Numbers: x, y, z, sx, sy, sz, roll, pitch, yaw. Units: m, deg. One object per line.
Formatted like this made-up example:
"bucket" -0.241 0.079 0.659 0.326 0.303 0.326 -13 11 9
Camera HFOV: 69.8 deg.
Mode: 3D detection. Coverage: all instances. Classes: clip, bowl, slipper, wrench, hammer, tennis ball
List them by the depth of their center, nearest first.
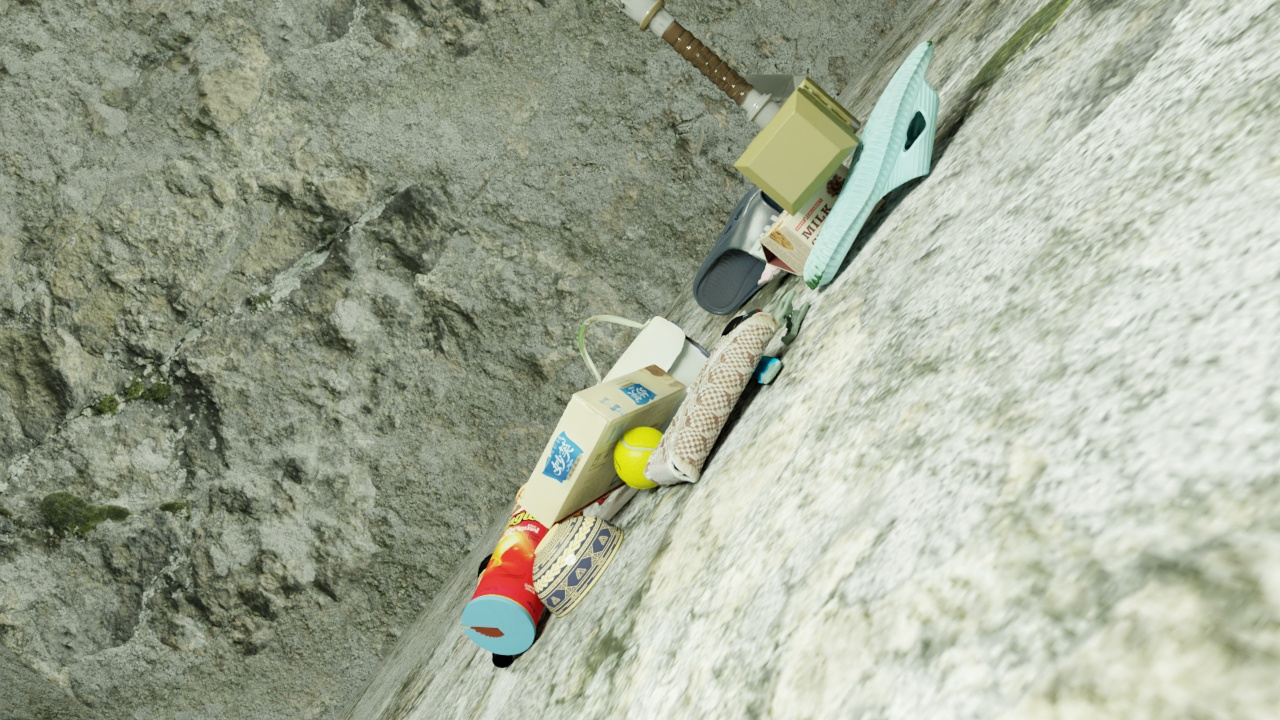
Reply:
"clip" 0.154 -0.046 0.951 0.023 0.043 0.075 -46 6 37
"slipper" 0.252 -0.194 0.960 0.116 0.069 0.276 -91 26 -85
"bowl" -0.077 0.208 0.975 0.112 0.061 0.112 -51 4 4
"tennis ball" 0.003 0.105 0.990 0.065 0.065 0.065 -51 4 4
"hammer" 0.086 -0.319 1.016 0.101 0.325 0.189 -48 4 26
"wrench" -0.083 0.235 1.143 0.274 0.018 0.066 -48 5 21
"slipper" 0.162 -0.162 1.376 0.269 0.110 0.083 -52 5 34

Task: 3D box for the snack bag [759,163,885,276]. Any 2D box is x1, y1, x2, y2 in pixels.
"snack bag" 0.207 -0.164 1.118 0.094 0.070 0.206 -50 4 -3

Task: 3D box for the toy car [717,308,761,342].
"toy car" 0.123 -0.035 1.150 0.046 0.034 0.112 -52 4 -20

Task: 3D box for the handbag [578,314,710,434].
"handbag" -0.007 0.007 1.209 0.151 0.176 0.074 -51 5 -8

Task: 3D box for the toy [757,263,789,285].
"toy" 0.199 -0.142 1.262 0.076 0.037 0.125 -41 13 49

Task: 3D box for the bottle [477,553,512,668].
"bottle" -0.165 0.298 1.088 0.059 0.059 0.181 -50 19 10

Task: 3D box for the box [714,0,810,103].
"box" 0.416 -0.999 3.106 0.233 0.528 0.167 -49 -4 -11

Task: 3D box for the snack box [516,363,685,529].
"snack box" -0.040 0.094 1.066 0.153 0.055 0.207 -62 -18 21

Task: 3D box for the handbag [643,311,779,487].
"handbag" 0.066 0.038 0.915 0.185 0.047 0.124 -59 3 -16

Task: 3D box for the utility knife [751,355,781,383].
"utility knife" 0.120 0.007 0.960 0.031 0.015 0.207 -46 2 -1

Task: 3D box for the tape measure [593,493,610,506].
"tape measure" -0.044 0.170 1.277 0.052 0.019 0.058 -46 13 30

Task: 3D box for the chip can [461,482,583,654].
"chip can" -0.132 0.232 1.064 0.087 0.087 0.212 -49 11 30
